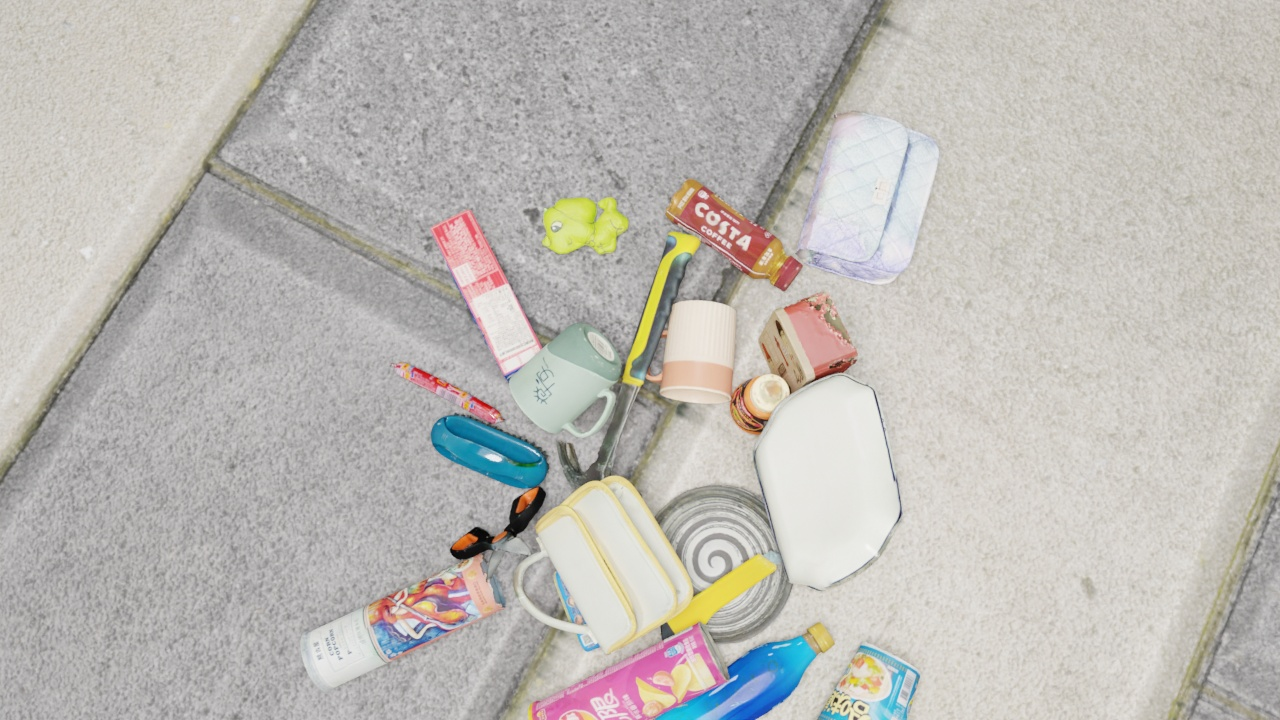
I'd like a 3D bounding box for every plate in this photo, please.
[{"bbox_3d":[0.089,0.233,1.055,0.179,0.024,0.179,0,80,2],"label":"plate"},{"bbox_3d":[0.201,0.133,1.003,0.162,0.034,0.266,-27,118,-14],"label":"plate"}]

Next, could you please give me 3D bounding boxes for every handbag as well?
[{"bbox_3d":[0.277,-0.198,1.112,0.134,0.075,0.193,16,79,3],"label":"handbag"},{"bbox_3d":[-0.055,0.230,0.972,0.179,0.063,0.163,-38,74,17],"label":"handbag"}]

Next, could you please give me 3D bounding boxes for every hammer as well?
[{"bbox_3d":[-0.006,0.006,1.050,0.126,0.032,0.323,16,85,36],"label":"hammer"}]

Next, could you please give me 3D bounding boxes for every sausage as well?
[{"bbox_3d":[-0.230,0.037,1.094,0.156,0.020,0.020,27,80,5],"label":"sausage"}]

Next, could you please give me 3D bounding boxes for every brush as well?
[{"bbox_3d":[-0.175,0.106,1.054,0.144,0.073,0.055,23,96,4],"label":"brush"}]

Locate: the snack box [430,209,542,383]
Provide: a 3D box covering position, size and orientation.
[{"bbox_3d":[-0.181,-0.074,1.098,0.058,0.057,0.207,-27,80,-8],"label":"snack box"}]

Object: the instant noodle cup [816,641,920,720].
[{"bbox_3d":[0.251,0.372,0.995,0.099,0.099,0.109,29,73,5],"label":"instant noodle cup"}]

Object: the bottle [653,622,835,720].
[{"bbox_3d":[0.117,0.362,1.007,0.218,0.065,0.065,-33,81,-6],"label":"bottle"}]

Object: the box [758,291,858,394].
[{"bbox_3d":[0.190,-0.018,1.029,0.077,0.168,0.091,-23,80,-4],"label":"box"}]

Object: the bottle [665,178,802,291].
[{"bbox_3d":[0.115,-0.149,1.111,0.175,0.057,0.057,37,81,6],"label":"bottle"}]

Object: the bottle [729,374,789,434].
[{"bbox_3d":[0.138,0.044,1.026,0.067,0.149,0.066,0,79,0],"label":"bottle"}]

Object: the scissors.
[{"bbox_3d":[-0.154,0.197,0.975,0.198,0.226,0.022,-29,100,23],"label":"scissors"}]

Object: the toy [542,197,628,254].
[{"bbox_3d":[-0.071,-0.167,1.129,0.100,0.031,0.096,30,81,1],"label":"toy"}]

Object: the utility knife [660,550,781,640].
[{"bbox_3d":[0.091,0.263,1.029,0.167,0.015,0.033,-33,88,-5],"label":"utility knife"}]

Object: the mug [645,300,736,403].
[{"bbox_3d":[0.056,-0.009,1.080,0.115,0.081,0.105,-1,75,30],"label":"mug"}]

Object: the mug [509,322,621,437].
[{"bbox_3d":[-0.073,0.028,1.022,0.106,0.082,0.111,-41,76,16],"label":"mug"}]

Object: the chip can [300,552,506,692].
[{"bbox_3d":[-0.261,0.290,1.020,0.214,0.071,0.071,-24,80,-5],"label":"chip can"}]

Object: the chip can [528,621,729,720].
[{"bbox_3d":[-0.012,0.359,0.989,0.210,0.071,0.071,-27,80,4],"label":"chip can"}]

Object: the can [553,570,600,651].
[{"bbox_3d":[-0.039,0.263,1.023,0.083,0.057,0.102,-25,79,14],"label":"can"}]
